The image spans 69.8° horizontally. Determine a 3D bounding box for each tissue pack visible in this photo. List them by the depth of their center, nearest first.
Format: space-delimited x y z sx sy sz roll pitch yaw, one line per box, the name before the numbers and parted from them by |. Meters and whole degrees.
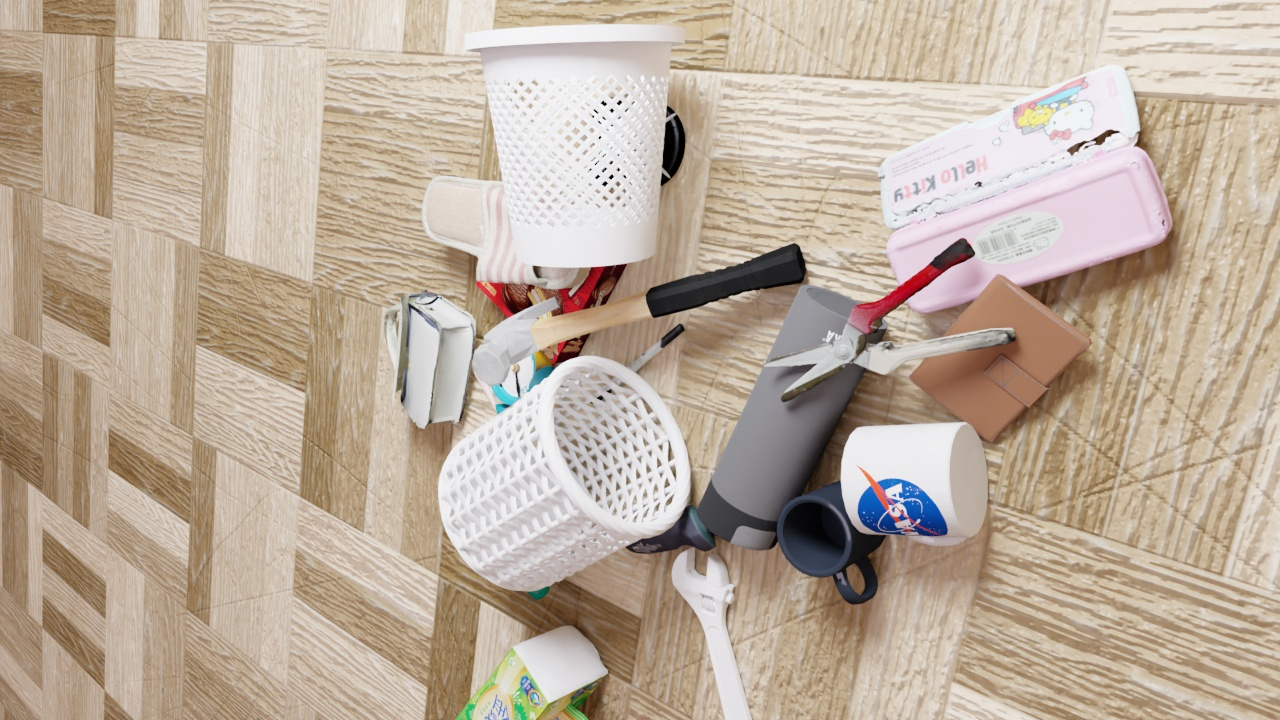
tissue pack | -0.115 0.422 1.053 0.141 0.120 0.198 50 127 25

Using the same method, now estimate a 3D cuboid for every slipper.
slipper | -0.162 -0.144 1.016 0.263 0.052 0.115 22 107 35

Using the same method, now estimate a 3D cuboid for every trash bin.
trash bin | -0.055 -0.197 0.847 0.196 0.195 0.200 11 111 37

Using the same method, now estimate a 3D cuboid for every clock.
clock | -0.013 -0.223 0.943 0.121 0.042 0.091 14 103 36
clock | -0.137 0.022 1.069 0.099 0.043 0.129 -35 66 35

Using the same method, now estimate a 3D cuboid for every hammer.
hammer | -0.003 -0.052 0.892 0.329 0.130 0.039 -14 110 21

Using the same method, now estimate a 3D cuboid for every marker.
marker | -0.006 0.006 0.982 0.152 0.011 0.011 -40 70 34

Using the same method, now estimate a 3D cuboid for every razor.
razor | 0.033 0.178 0.948 0.143 0.052 0.047 -23 121 39

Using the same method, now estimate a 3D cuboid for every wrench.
wrench | 0.089 0.325 0.939 0.066 0.018 0.273 -17 85 38

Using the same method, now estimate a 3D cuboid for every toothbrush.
toothbrush | -0.196 0.029 1.130 0.016 0.018 0.181 -44 67 38

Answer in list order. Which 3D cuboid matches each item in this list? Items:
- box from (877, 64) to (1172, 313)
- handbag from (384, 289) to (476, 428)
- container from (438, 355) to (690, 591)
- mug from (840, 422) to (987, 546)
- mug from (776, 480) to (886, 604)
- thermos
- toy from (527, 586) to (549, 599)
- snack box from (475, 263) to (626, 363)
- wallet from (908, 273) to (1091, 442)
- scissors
box | 0.283 -0.128 0.710 0.202 0.066 0.153 -19 83 37
handbag | -0.289 -0.013 1.160 0.176 0.073 0.151 35 120 40
container | -0.079 0.120 0.940 0.187 0.188 0.189 -34 74 37
mug | 0.234 0.110 0.766 0.090 0.090 0.121 -6 126 38
mug | 0.178 0.163 0.813 0.071 0.077 0.105 -31 75 36
thermos | 0.133 0.057 0.834 0.082 0.082 0.241 35 115 30
toy | -0.150 0.194 1.084 0.193 0.072 0.131 46 119 35
snack box | -0.104 -0.097 1.033 0.152 0.035 0.133 43 119 26
wallet | 0.284 0.000 0.733 0.087 0.013 0.121 40 129 13
scissors | 0.201 -0.024 0.734 0.179 0.015 0.185 20 110 14
